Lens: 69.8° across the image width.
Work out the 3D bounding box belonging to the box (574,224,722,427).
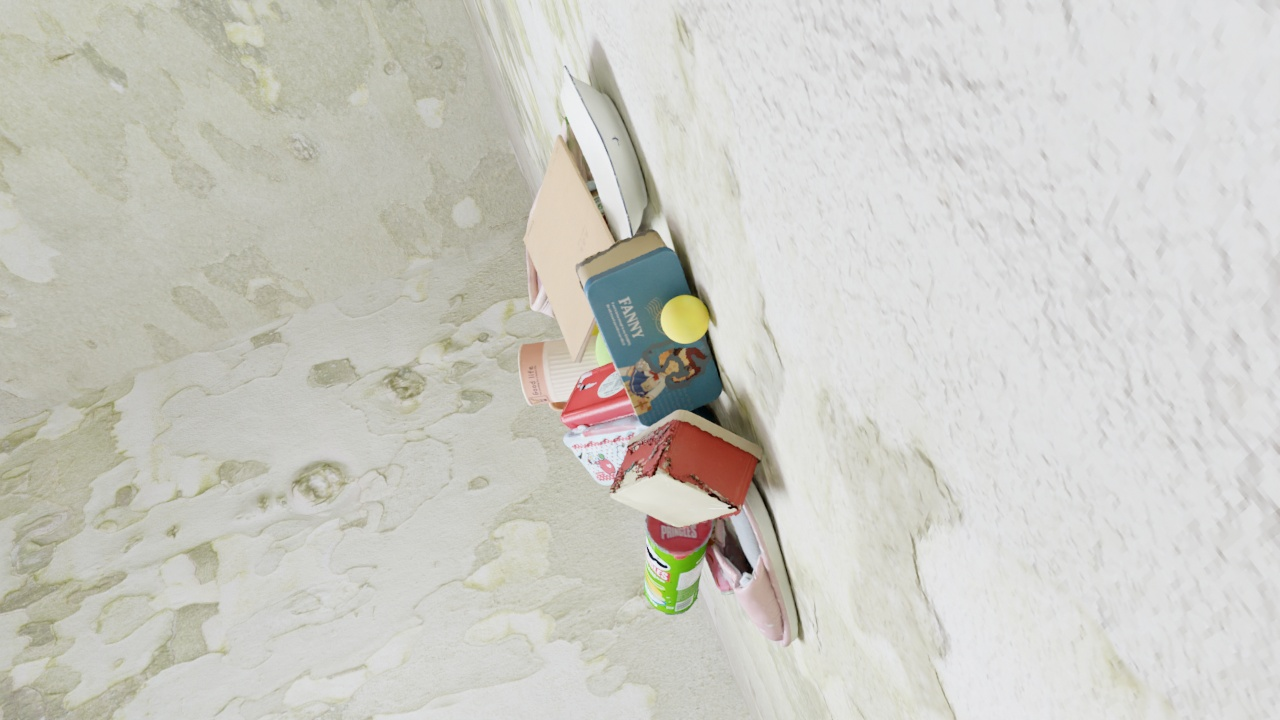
[{"bbox_3d":[0.007,-0.032,0.815,0.060,0.090,0.184,-117,2,-53],"label":"box"}]

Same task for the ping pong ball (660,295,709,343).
[{"bbox_3d":[0.037,-0.034,0.762,0.040,0.040,0.040,157,91,-86],"label":"ping pong ball"}]

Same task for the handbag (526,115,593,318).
[{"bbox_3d":[-0.086,-0.186,1.122,0.235,0.093,0.193,103,165,-46],"label":"handbag"}]

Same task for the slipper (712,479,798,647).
[{"bbox_3d":[0.112,0.211,0.951,0.114,0.054,0.275,-117,8,-47],"label":"slipper"}]

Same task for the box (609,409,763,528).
[{"bbox_3d":[0.031,0.108,0.819,0.091,0.076,0.169,26,159,-8],"label":"box"}]

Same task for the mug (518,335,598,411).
[{"bbox_3d":[-0.098,0.023,1.226,0.081,0.106,0.115,-92,-9,-47],"label":"mug"}]

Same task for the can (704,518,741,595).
[{"bbox_3d":[0.093,0.198,1.084,0.058,0.058,0.147,127,121,-85],"label":"can"}]

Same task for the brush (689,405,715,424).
[{"bbox_3d":[0.059,0.085,0.996,0.144,0.055,0.073,-126,40,-65],"label":"brush"}]

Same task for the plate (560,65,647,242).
[{"bbox_3d":[-0.030,-0.189,0.854,0.163,0.034,0.164,-149,37,-82],"label":"plate"}]

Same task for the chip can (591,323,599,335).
[{"bbox_3d":[-0.037,-0.002,1.339,0.210,0.071,0.071,55,-172,-52],"label":"chip can"}]

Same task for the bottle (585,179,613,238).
[{"bbox_3d":[-0.019,-0.111,0.959,0.060,0.059,0.206,75,172,-57],"label":"bottle"}]

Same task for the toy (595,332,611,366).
[{"bbox_3d":[-0.007,0.007,1.159,0.247,0.090,0.226,79,171,-59],"label":"toy"}]

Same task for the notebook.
[{"bbox_3d":[-0.078,-0.124,0.997,0.211,0.012,0.150,65,144,38],"label":"notebook"}]

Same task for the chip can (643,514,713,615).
[{"bbox_3d":[0.040,0.227,1.053,0.236,0.072,0.072,90,159,-59],"label":"chip can"}]

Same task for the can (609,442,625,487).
[{"bbox_3d":[0.009,0.130,1.115,0.111,0.075,0.075,32,-151,-55],"label":"can"}]

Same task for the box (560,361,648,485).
[{"bbox_3d":[-0.003,0.065,0.988,0.098,0.118,0.202,37,151,-22],"label":"box"}]
